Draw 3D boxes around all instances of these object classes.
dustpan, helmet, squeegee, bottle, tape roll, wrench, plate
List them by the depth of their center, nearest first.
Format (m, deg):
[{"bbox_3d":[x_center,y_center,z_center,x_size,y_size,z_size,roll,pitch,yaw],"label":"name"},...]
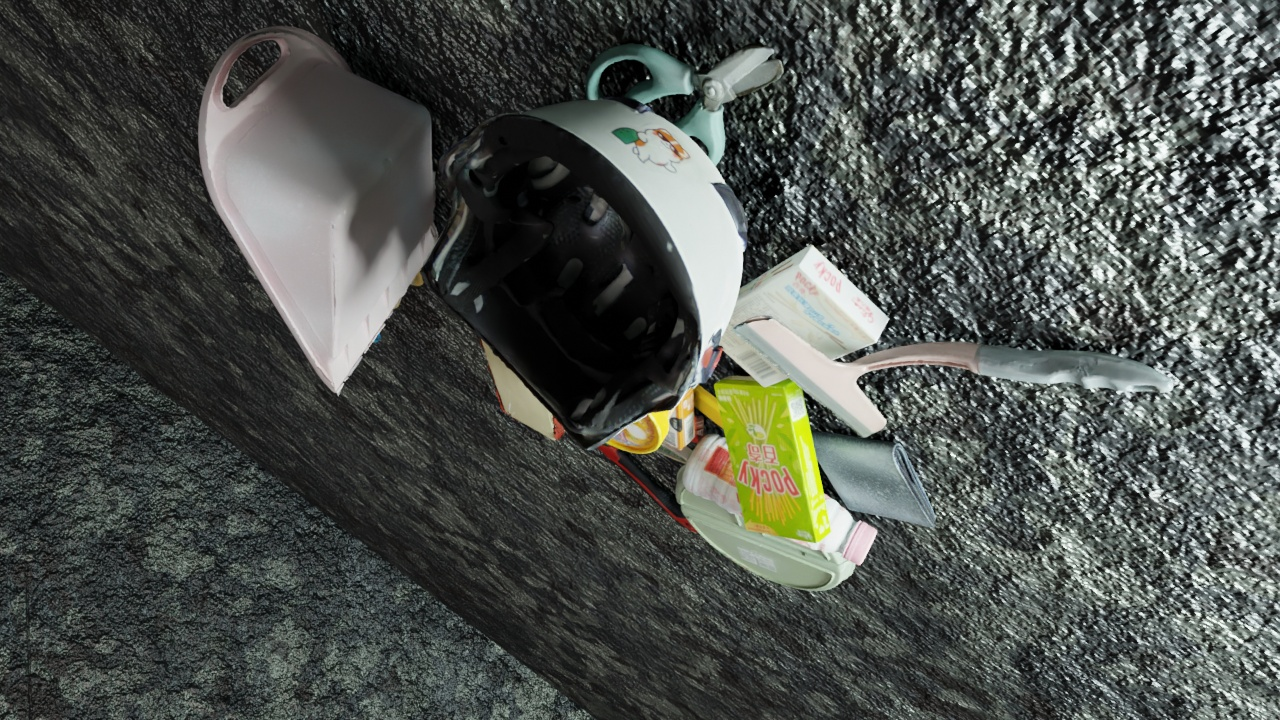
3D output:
[{"bbox_3d":[0.233,0.006,0.648,0.250,0.040,0.247,-1,158,35],"label":"squeegee"},{"bbox_3d":[-0.021,-0.077,0.650,0.230,0.156,0.275,44,144,6],"label":"helmet"},{"bbox_3d":[-0.283,-0.147,0.821,0.139,0.221,0.274,21,138,1],"label":"dustpan"},{"bbox_3d":[0.141,0.144,0.934,0.197,0.068,0.068,26,150,20],"label":"bottle"},{"bbox_3d":[0.020,0.090,1.018,0.086,0.014,0.086,28,169,5],"label":"tape roll"},{"bbox_3d":[0.137,0.197,1.067,0.230,0.027,0.231,28,151,16],"label":"plate"},{"bbox_3d":[-0.023,0.130,1.153,0.273,0.016,0.056,41,154,-9],"label":"wrench"}]

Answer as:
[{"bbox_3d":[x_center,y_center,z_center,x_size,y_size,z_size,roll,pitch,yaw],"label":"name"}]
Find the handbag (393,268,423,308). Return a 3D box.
[{"bbox_3d":[-0.336,-0.149,1.032,0.163,0.063,0.179,24,146,18],"label":"handbag"}]

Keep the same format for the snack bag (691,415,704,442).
[{"bbox_3d":[0.021,0.056,0.981,0.104,0.026,0.048,24,141,25],"label":"snack bag"}]

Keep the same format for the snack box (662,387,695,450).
[{"bbox_3d":[-0.012,0.028,0.940,0.154,0.026,0.075,28,141,31],"label":"snack box"}]

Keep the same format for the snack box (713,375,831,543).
[{"bbox_3d":[0.123,0.091,0.855,0.086,0.026,0.156,3,112,46],"label":"snack box"}]

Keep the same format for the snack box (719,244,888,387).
[{"bbox_3d":[0.117,-0.030,0.741,0.084,0.026,0.157,42,151,-10],"label":"snack box"}]

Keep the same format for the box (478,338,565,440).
[{"bbox_3d":[-0.119,0.020,1.024,0.091,0.079,0.169,26,151,19],"label":"box"}]

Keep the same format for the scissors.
[{"bbox_3d":[0.018,-0.191,0.617,0.132,0.019,0.186,39,150,-6],"label":"scissors"}]

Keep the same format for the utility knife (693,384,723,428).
[{"bbox_3d":[0.060,0.034,0.916,0.195,0.015,0.033,38,148,1],"label":"utility knife"}]

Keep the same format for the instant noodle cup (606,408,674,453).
[{"bbox_3d":[-0.005,0.005,0.837,0.118,0.114,0.119,27,150,16],"label":"instant noodle cup"}]

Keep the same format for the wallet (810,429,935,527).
[{"bbox_3d":[0.215,0.110,0.860,0.097,0.019,0.121,7,142,45],"label":"wallet"}]

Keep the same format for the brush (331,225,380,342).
[{"bbox_3d":[-0.300,-0.156,0.923,0.060,0.109,0.315,18,147,26],"label":"brush"}]
